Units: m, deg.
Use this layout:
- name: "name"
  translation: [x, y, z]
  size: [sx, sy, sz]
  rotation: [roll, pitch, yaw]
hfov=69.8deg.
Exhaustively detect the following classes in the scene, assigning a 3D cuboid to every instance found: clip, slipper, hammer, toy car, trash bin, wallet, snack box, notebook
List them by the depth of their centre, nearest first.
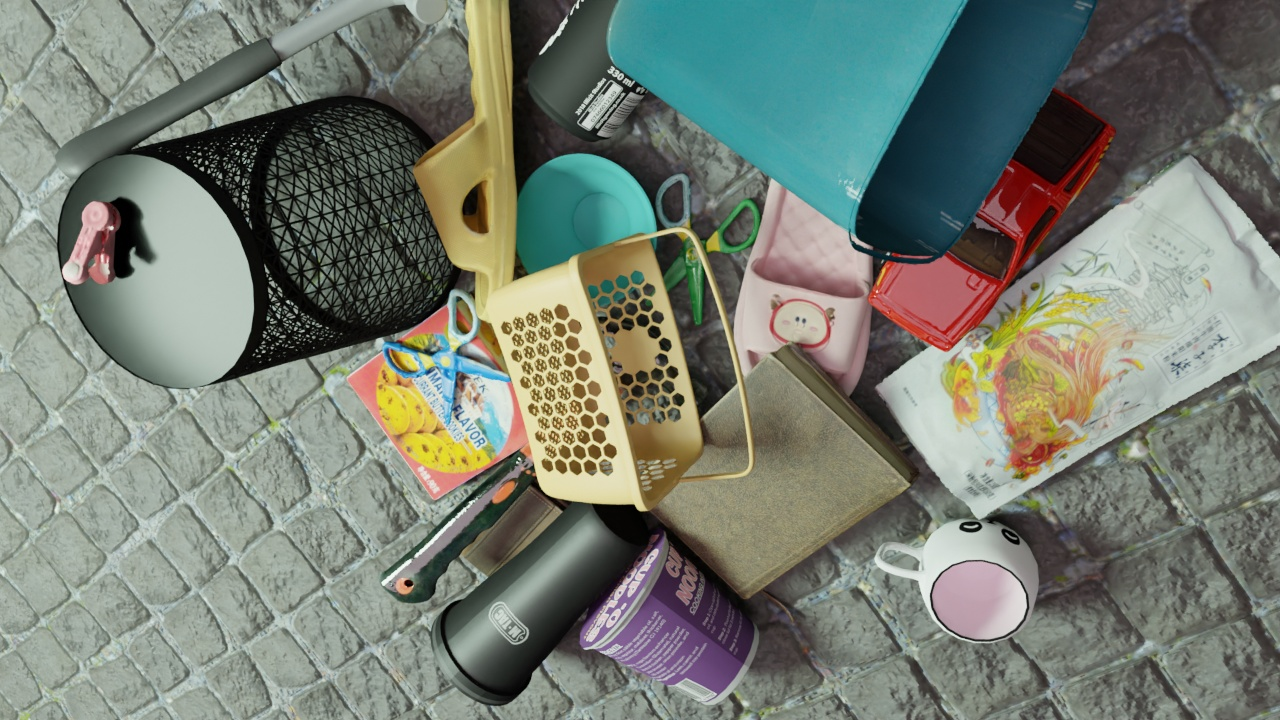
- name: "trash bin"
  translation: [0.120, -0.199, 0.567]
  size: [0.219, 0.196, 0.199]
  rotation: [37, 112, 28]
- name: "clip"
  translation: [-0.359, -0.074, 0.610]
  size: [0.023, 0.050, 0.058]
  rotation: [19, 71, 9]
- name: "toy car"
  translation: [0.242, -0.100, 0.643]
  size: [0.081, 0.056, 0.190]
  rotation: [35, 105, 6]
- name: "slipper"
  translation: [0.127, -0.060, 0.704]
  size: [0.107, 0.055, 0.222]
  rotation: [11, 111, 16]
- name: "hammer"
  translation: [-0.302, -0.229, 0.705]
  size: [0.310, 0.029, 0.125]
  rotation: [-32, 52, -7]
- name: "trash bin"
  translation: [-0.292, -0.092, 0.727]
  size: [0.217, 0.242, 0.217]
  rotation: [6, 109, 16]
- name: "slipper"
  translation: [-0.140, -0.162, 0.728]
  size: [0.078, 0.099, 0.263]
  rotation: [0, 105, -12]
- name: "notebook"
  translation: [0.114, 0.112, 0.750]
  size: [0.190, 0.034, 0.216]
  rotation: [45, 130, 1]
- name: "hammer"
  translation: [-0.104, 0.095, 0.795]
  size: [0.133, 0.033, 0.333]
  rotation: [44, 100, -7]
- name: "snack box"
  translation: [-0.172, 0.035, 0.841]
  size: [0.145, 0.040, 0.142]
  rotation: [-32, 96, 23]
- name: "wallet"
  translation: [-0.124, 0.161, 0.877]
  size: [0.098, 0.026, 0.121]
  rotation: [41, 114, -4]

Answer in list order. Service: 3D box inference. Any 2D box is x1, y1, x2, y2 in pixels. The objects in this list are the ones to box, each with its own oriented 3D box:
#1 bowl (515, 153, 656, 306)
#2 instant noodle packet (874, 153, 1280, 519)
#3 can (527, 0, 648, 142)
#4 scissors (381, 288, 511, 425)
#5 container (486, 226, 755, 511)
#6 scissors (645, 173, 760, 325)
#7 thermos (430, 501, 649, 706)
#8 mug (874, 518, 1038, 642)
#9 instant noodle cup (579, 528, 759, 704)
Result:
- name: "bowl"
  translation: [-0.039, -0.108, 0.747]
  size: [0.121, 0.046, 0.121]
  rotation: [6, 109, 16]
- name: "instant noodle packet"
  translation: [0.319, -0.005, 0.662]
  size: [0.270, 0.057, 0.147]
  rotation: [-39, 90, 21]
- name: "can"
  translation: [-0.014, -0.239, 0.677]
  size: [0.080, 0.080, 0.146]
  rotation: [44, 115, 0]
- name: "scissors"
  translation: [-0.168, -0.004, 0.799]
  size: [0.125, 0.013, 0.130]
  rotation: [17, 113, 12]
- name: "container"
  translation: [-0.004, 0.004, 0.674]
  size: [0.167, 0.129, 0.183]
  rotation: [-10, 101, 30]
- name: "scissors"
  translation: [0.037, -0.093, 0.746]
  size: [0.117, 0.012, 0.130]
  rotation: [45, 114, 1]
- name: "thermos"
  translation: [-0.089, 0.209, 0.827]
  size: [0.106, 0.105, 0.219]
  rotation: [44, 108, 1]
- name: "mug"
  translation: [0.249, 0.166, 0.727]
  size: [0.124, 0.076, 0.090]
  rotation: [12, 111, 14]
- name: "instant noodle cup"
  translation: [0.030, 0.235, 0.814]
  size: [0.122, 0.121, 0.137]
  rotation: [37, 159, -7]
